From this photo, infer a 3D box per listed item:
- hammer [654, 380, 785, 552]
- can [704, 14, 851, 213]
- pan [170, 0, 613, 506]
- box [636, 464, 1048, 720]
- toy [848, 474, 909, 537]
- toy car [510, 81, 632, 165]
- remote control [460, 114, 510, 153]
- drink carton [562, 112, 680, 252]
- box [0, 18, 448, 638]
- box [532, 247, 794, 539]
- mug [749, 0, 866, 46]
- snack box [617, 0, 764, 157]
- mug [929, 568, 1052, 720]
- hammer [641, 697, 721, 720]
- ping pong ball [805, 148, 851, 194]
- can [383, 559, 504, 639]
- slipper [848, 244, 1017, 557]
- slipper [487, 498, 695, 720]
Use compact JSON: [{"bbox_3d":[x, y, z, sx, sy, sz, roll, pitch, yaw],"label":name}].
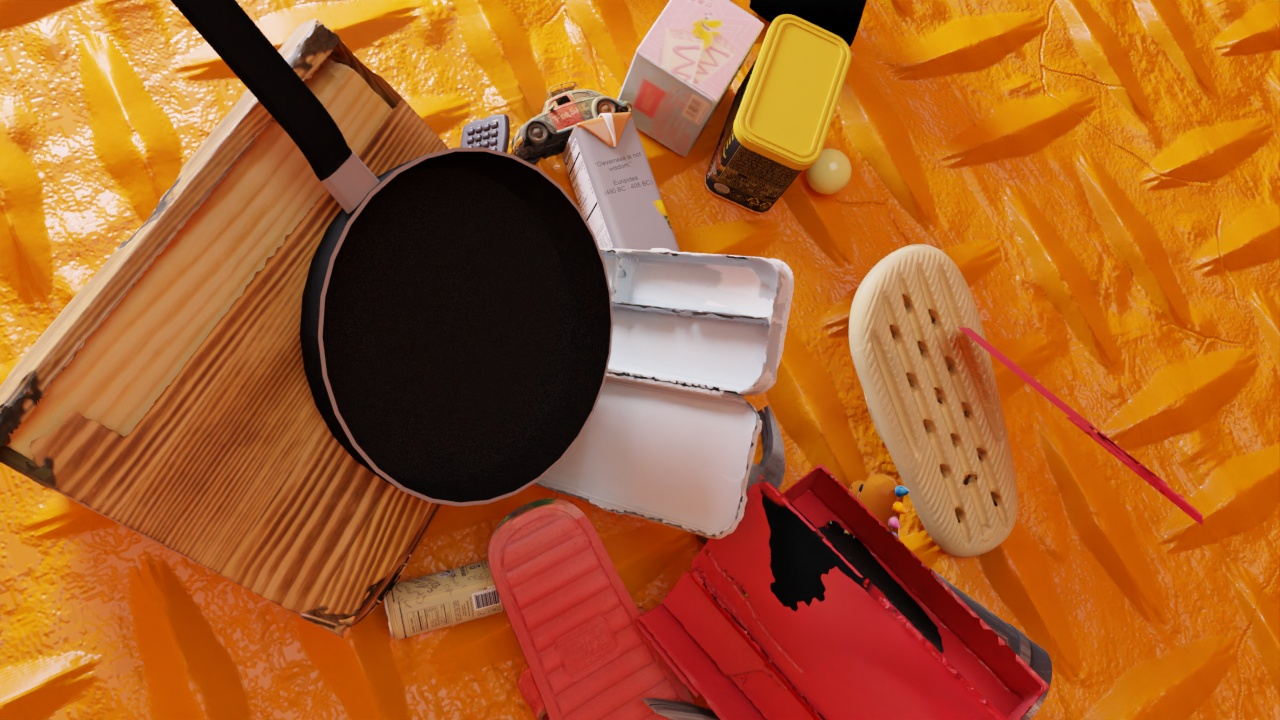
[{"bbox_3d":[-0.004,0.004,0.729,0.111,0.028,0.300,-42,87,-20],"label":"hammer"},{"bbox_3d":[0.113,-0.205,0.780,0.072,0.101,0.130,23,70,-7],"label":"can"},{"bbox_3d":[-0.137,-0.069,0.494,0.203,0.044,0.356,-56,130,-26],"label":"pan"},{"bbox_3d":[0.032,0.234,0.511,0.466,0.138,0.214,-26,62,-36],"label":"box"},{"bbox_3d":[0.190,0.137,0.697,0.070,0.103,0.090,6,101,-30],"label":"toy"},{"bbox_3d":[-0.064,-0.202,0.765,0.111,0.047,0.047,-25,82,-20],"label":"toy car"},{"bbox_3d":[-0.128,-0.140,0.737,0.046,0.009,0.124,-8,72,25],"label":"remote control"},{"bbox_3d":[-0.018,-0.128,0.742,0.048,0.076,0.125,-17,83,-18],"label":"drink carton"},{"bbox_3d":[-0.197,-0.003,0.564,0.269,0.265,0.278,31,67,-5],"label":"box"},{"bbox_3d":[0.002,0.013,0.640,0.037,0.209,0.190,12,85,-50],"label":"box"},{"bbox_3d":[0.158,-0.351,0.855,0.100,0.085,0.118,14,40,3],"label":"mug"},{"bbox_3d":[0.039,-0.248,0.779,0.079,0.093,0.094,32,69,-3],"label":"snack box"},{"bbox_3d":[0.233,0.236,0.700,0.107,0.080,0.116,34,97,-4],"label":"mug"},{"bbox_3d":[-0.027,0.369,0.597,0.324,0.034,0.170,-43,107,-15],"label":"hammer"},{"bbox_3d":[0.167,-0.168,0.816,0.040,0.040,0.040,4,73,-13],"label":"ping pong ball"},{"bbox_3d":[-0.137,0.167,0.642,0.079,0.038,0.038,-11,77,-17],"label":"can"},{"bbox_3d":[0.231,0.037,0.755,0.111,0.079,0.261,-23,99,-14],"label":"slipper"},{"bbox_3d":[-0.035,0.211,0.643,0.103,0.059,0.249,-29,97,-18],"label":"slipper"}]
